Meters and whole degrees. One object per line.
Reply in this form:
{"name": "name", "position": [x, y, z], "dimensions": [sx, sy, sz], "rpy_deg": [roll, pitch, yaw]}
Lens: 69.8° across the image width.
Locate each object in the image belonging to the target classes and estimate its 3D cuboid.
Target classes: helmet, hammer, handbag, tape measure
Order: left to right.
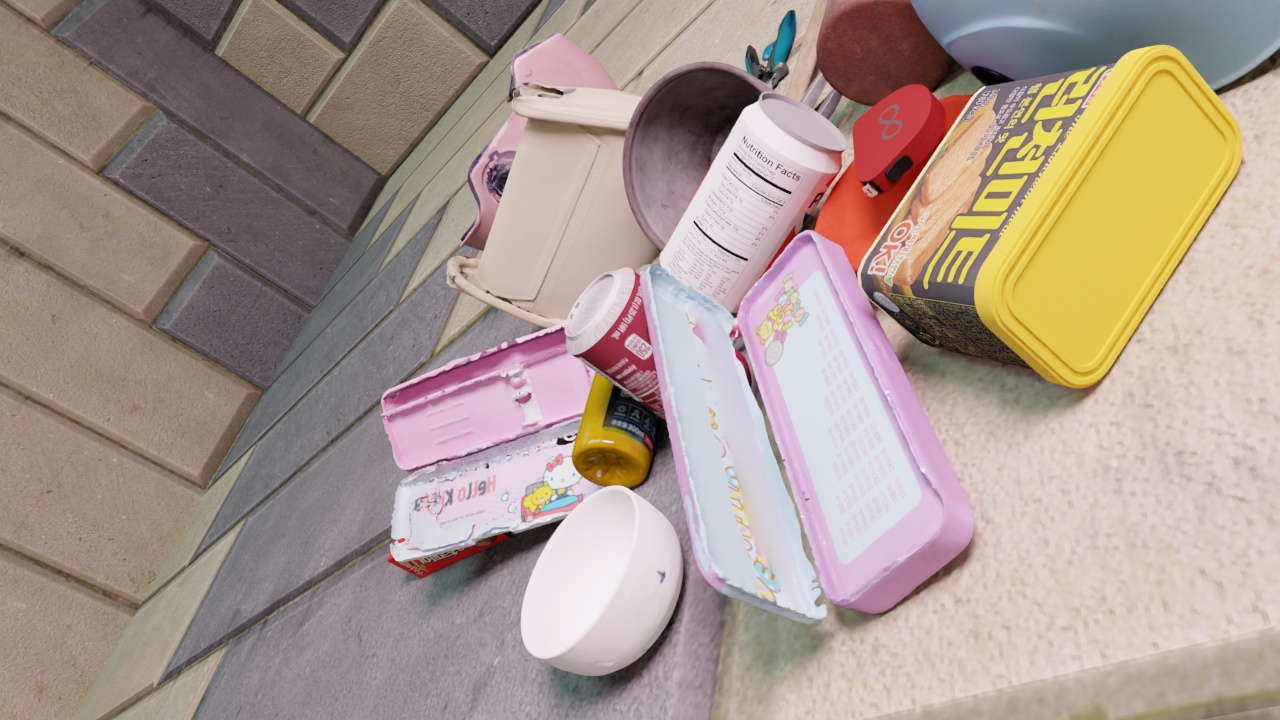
{"name": "helmet", "position": [-0.104, -0.222, 1.021], "dimensions": [0.255, 0.152, 0.230], "rpy_deg": [-64, 12, 7]}
{"name": "handbag", "position": [-0.051, -0.141, 0.815], "dimensions": [0.131, 0.184, 0.230], "rpy_deg": [-88, 22, -56]}
{"name": "hammer", "position": [0.150, -0.272, 0.788], "dimensions": [0.120, 0.030, 0.330], "rpy_deg": [-35, 25, 50]}
{"name": "tape measure", "position": [0.146, -0.124, 0.514], "dimensions": [0.052, 0.019, 0.058], "rpy_deg": [-31, 40, 39]}
{"name": "helmet", "position": [0.223, -0.248, 0.454], "dimensions": [0.225, 0.167, 0.265], "rpy_deg": [-63, 14, 4]}

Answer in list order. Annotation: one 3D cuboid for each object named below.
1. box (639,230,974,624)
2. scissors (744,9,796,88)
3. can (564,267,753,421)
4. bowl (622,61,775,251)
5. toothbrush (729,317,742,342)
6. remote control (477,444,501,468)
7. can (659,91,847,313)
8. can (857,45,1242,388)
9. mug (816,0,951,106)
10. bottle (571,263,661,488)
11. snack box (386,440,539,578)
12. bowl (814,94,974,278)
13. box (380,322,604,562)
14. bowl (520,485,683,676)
{"name": "box", "position": [0.062, 0.013, 0.441], "dimensions": [0.090, 0.092, 0.213], "rpy_deg": [-51, 31, 31]}
{"name": "scissors", "position": [0.119, -0.279, 0.861], "dimensions": [0.150, 0.019, 0.121], "rpy_deg": [-60, 25, -8]}
{"name": "can", "position": [0.012, -0.003, 0.570], "dimensions": [0.063, 0.114, 0.063], "rpy_deg": [-42, 26, 26]}
{"name": "bowl", "position": [0.064, -0.143, 0.672], "dimensions": [0.145, 0.145, 0.067], "rpy_deg": [-33, -7, 39]}
{"name": "toothbrush", "position": [0.059, -0.021, 0.602], "dimensions": [0.135, 0.021, 0.016], "rpy_deg": [-25, 40, 26]}
{"name": "remote control", "position": [-0.145, 0.061, 0.812], "dimensions": [0.050, 0.011, 0.136], "rpy_deg": [-59, 24, -10]}
{"name": "can", "position": [0.070, -0.098, 0.591], "dimensions": [0.070, 0.070, 0.132], "rpy_deg": [-89, 25, -52]}
{"name": "can", "position": [0.173, -0.063, 0.407], "dimensions": [0.130, 0.072, 0.101], "rpy_deg": [-56, 21, -3]}
{"name": "mug", "position": [0.169, -0.231, 0.637], "dimensions": [0.123, 0.096, 0.110], "rpy_deg": [96, -164, -57]}
{"name": "bottle", "position": [-0.004, 0.004, 0.669], "dimensions": [0.053, 0.053, 0.185], "rpy_deg": [-33, 31, 40]}
{"name": "snack box", "position": [-0.152, 0.111, 0.820], "dimensions": [0.152, 0.036, 0.132], "rpy_deg": [-31, 33, 42]}
{"name": "bowl", "position": [0.156, -0.091, 0.519], "dimensions": [0.122, 0.035, 0.121], "rpy_deg": [-42, 27, 26]}
{"name": "box", "position": [-0.114, 0.065, 0.716], "dimensions": [0.202, 0.058, 0.155], "rpy_deg": [-19, 73, 24]}
{"name": "bowl", "position": [-0.016, 0.129, 0.523], "dimensions": [0.105, 0.054, 0.104], "rpy_deg": [-44, 25, 27]}
